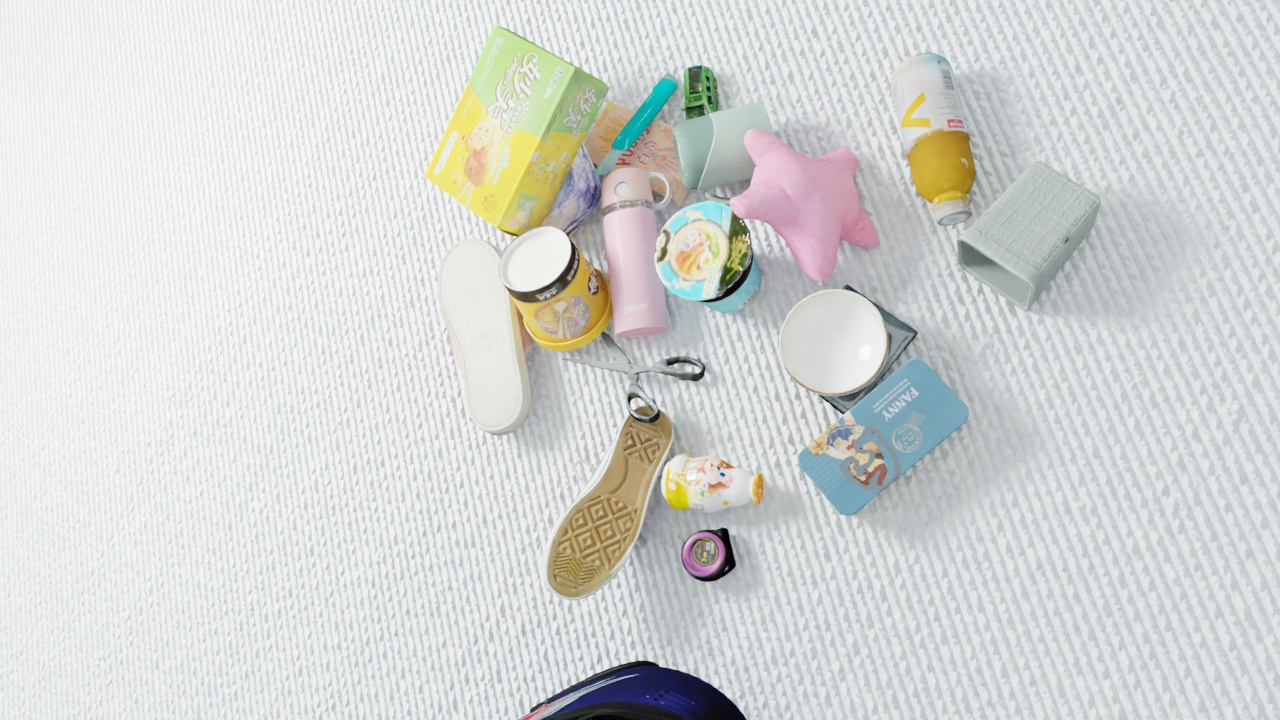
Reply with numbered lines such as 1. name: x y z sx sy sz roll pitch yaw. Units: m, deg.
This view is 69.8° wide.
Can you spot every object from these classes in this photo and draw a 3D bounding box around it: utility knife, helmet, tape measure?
1. utility knife: -0.004 -0.293 1.135 0.029 0.013 0.195 23 61 20
2. helmet: -0.026 0.437 0.892 0.315 0.240 0.247 -23 70 5
3. tape measure: 0.075 0.216 1.017 0.058 0.039 0.057 -19 72 12

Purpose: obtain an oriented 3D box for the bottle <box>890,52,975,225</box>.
1. bottle: 0.323 -0.240 1.002 0.068 0.068 0.189 -13 74 19

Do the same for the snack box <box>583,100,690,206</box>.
1. snack box: 0.004 -0.262 1.158 0.157 0.026 0.084 29 90 24

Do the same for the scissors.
1. scissors: -0.007 0.010 1.083 0.159 0.014 0.181 -13 45 -7

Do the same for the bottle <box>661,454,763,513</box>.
1. bottle: 0.081 0.138 1.018 0.108 0.063 0.063 2 79 22

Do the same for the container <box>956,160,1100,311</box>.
1. container: 0.398 -0.129 0.939 0.090 0.090 0.114 42 92 24

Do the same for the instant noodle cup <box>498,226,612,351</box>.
1. instant noodle cup: -0.104 -0.090 1.099 0.119 0.114 0.118 -11 57 16

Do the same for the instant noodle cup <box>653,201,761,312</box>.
1. instant noodle cup: 0.085 -0.107 1.039 0.111 0.120 0.111 -4 77 19

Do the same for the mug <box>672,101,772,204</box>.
1. mug: 0.099 -0.236 1.078 0.106 0.082 0.112 -14 116 0

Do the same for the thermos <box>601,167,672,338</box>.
1. thermos: 0.001 -0.130 1.099 0.087 0.067 0.198 -6 81 7

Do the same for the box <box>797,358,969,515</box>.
1. box: 0.257 0.078 0.958 0.184 0.064 0.090 -45 74 10

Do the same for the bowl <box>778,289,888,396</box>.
1. bowl: 0.210 -0.015 0.982 0.114 0.062 0.113 -4 80 20

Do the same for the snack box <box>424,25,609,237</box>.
1. snack box: -0.153 -0.274 1.105 0.158 0.070 0.210 37 105 32

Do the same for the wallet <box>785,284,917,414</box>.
1. wallet: 0.231 -0.011 1.017 0.097 0.019 0.121 39 96 23

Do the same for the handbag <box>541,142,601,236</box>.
1. handbag: -0.131 -0.247 1.177 0.134 0.075 0.193 -33 67 30

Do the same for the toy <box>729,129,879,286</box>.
1. toy: 0.177 -0.166 1.001 0.075 0.194 0.178 -34 59 56

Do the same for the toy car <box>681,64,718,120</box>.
1. toy car: 0.073 -0.323 1.140 0.043 0.036 0.091 -8 79 19

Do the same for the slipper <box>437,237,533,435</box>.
1. slipper: -0.192 -0.033 1.170 0.114 0.054 0.274 -24 68 15

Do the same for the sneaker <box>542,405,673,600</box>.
1. sneaker: -0.035 0.165 1.047 0.118 0.088 0.240 27 67 2
